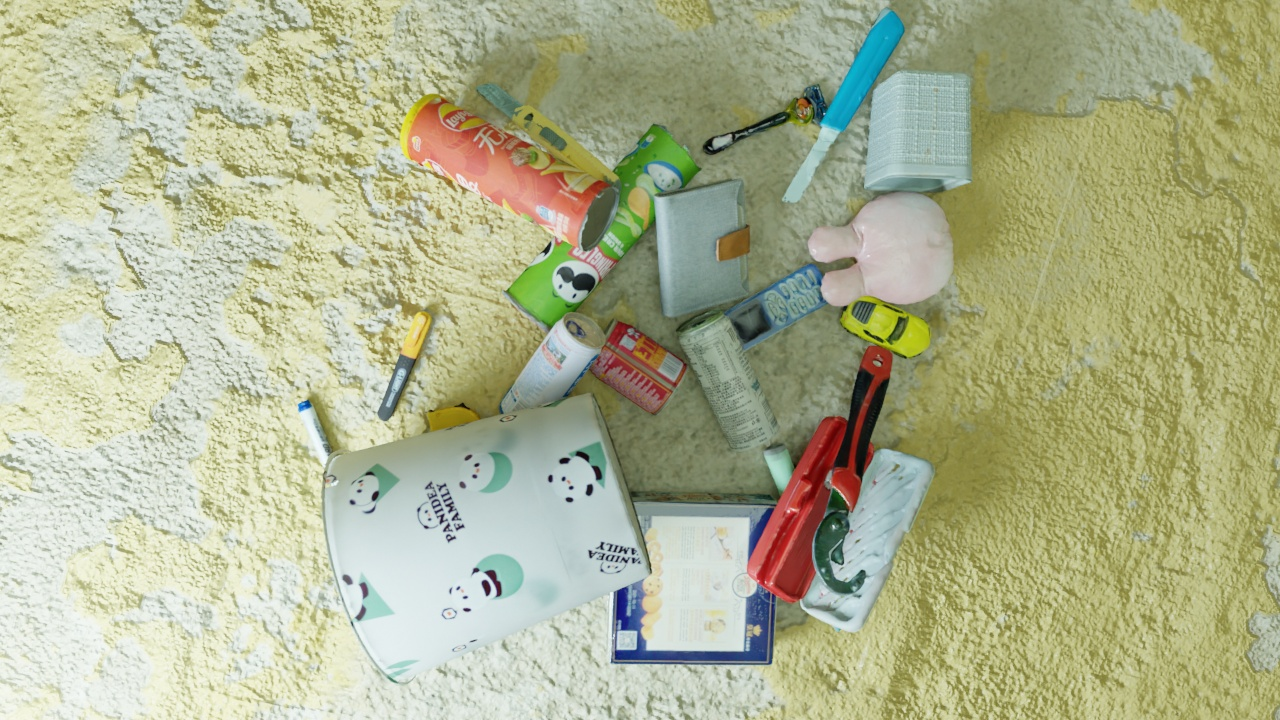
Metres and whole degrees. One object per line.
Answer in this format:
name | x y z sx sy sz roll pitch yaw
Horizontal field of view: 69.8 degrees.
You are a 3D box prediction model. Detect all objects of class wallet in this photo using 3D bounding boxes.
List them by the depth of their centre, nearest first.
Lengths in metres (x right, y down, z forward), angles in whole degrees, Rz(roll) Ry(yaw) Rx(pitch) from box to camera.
wallet | 0.068 -0.116 0.943 0.106 0.037 0.130 -16 118 -21

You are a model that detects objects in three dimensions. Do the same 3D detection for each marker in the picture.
marker | -0.248 0.007 0.963 0.018 0.015 0.124 23 94 -3
marker | -0.325 0.110 0.964 0.017 0.017 0.146 -22 97 -3

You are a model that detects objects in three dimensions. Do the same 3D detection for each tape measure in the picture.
tape measure | -0.193 0.076 0.967 0.057 0.029 0.060 -12 97 -5

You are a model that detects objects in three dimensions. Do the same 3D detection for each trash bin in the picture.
trash bin | -0.135 0.154 0.872 0.252 0.229 0.229 -19 97 -1

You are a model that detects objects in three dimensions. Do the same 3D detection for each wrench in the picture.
wrench | 0.222 0.106 0.948 0.056 0.016 0.272 14 68 4

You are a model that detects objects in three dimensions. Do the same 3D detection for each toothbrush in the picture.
toothbrush | 0.186 0.196 1.016 0.027 0.027 0.224 -28 100 -42

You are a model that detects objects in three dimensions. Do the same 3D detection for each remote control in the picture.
remote control | 0.143 -0.056 0.989 0.125 0.024 0.049 -30 97 2

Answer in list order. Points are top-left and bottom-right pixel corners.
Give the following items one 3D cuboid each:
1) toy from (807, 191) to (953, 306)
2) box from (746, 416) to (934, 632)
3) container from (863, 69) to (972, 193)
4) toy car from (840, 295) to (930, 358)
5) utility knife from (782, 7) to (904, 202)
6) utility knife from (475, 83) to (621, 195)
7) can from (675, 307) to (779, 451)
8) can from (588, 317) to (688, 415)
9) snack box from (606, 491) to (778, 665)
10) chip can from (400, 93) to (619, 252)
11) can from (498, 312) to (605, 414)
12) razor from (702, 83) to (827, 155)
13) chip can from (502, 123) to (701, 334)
toy | 0.257 -0.116 0.977 0.159 0.054 0.121 -13 86 -9
box | 0.212 0.167 0.957 0.110 0.100 0.201 37 74 -28
container | 0.290 -0.238 0.957 0.090 0.090 0.111 2 92 -6
toy car | 0.270 -0.038 1.000 0.105 0.032 0.048 24 92 -9
utility knife | 0.213 -0.266 0.973 0.034 0.018 0.234 31 87 -13
utility knife | -0.092 -0.223 0.927 0.201 0.021 0.031 40 79 20
can | 0.092 0.021 0.970 0.058 0.058 0.147 -27 101 -3
can | -0.006 0.006 0.960 0.094 0.066 0.066 34 91 -8
snack box | 0.057 0.237 0.997 0.182 0.046 0.178 3 94 -6
chip can | -0.128 -0.183 0.894 0.216 0.073 0.073 30 92 13
can | -0.090 0.015 0.930 0.053 0.053 0.135 34 121 -8
razor | 0.133 -0.250 0.972 0.142 0.022 0.042 -22 95 -3
chip can | -0.039 -0.133 0.942 0.072 0.072 0.236 42 90 -8
